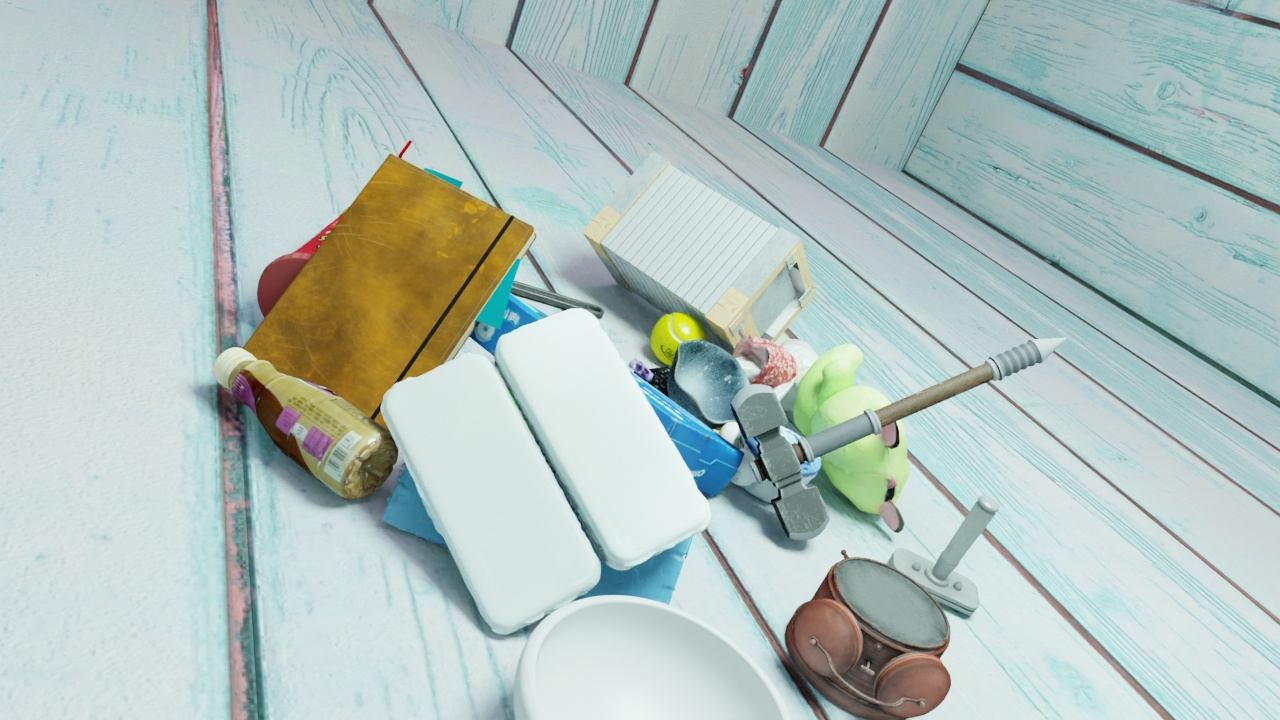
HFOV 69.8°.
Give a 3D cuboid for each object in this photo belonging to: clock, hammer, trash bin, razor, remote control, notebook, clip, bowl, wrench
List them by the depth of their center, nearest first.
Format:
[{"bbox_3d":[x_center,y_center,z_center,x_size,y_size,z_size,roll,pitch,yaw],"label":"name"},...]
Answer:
[{"bbox_3d":[0.003,0.226,0.553,0.176,0.066,0.176,19,24,-9],"label":"bowl"},{"bbox_3d":[0.179,0.220,0.715,0.120,0.072,0.157,28,24,11],"label":"clock"},{"bbox_3d":[-0.208,-0.059,0.799,0.178,0.248,0.014,28,-16,12],"label":"notebook"},{"bbox_3d":[0.298,0.174,0.860,0.088,0.116,0.047,25,29,4],"label":"razor"},{"bbox_3d":[0.256,0.043,0.872,0.043,0.322,0.156,76,-9,-86],"label":"hammer"},{"bbox_3d":[0.002,0.010,0.928,0.043,0.014,0.051,35,2,15],"label":"clip"},{"bbox_3d":[0.123,0.101,0.940,0.125,0.052,0.088,16,25,-15],"label":"clock"},{"bbox_3d":[0.068,0.034,1.009,0.110,0.055,0.110,24,45,-26],"label":"bowl"},{"bbox_3d":[0.055,0.025,1.079,0.150,0.022,0.047,-6,37,-44],"label":"remote control"},{"bbox_3d":[-0.172,-0.097,1.136,0.273,0.018,0.073,16,25,-18],"label":"wrench"},{"bbox_3d":[0.078,-0.126,1.191,0.247,0.142,0.142,37,-8,29],"label":"trash bin"}]

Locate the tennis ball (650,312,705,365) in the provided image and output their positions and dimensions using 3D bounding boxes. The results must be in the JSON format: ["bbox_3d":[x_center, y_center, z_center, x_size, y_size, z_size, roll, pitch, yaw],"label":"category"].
[{"bbox_3d":[0.046,-0.025,1.116,0.065,0.065,0.065,19,24,-9],"label":"tennis ball"}]

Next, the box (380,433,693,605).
[{"bbox_3d":[-0.078,0.127,0.729,0.231,0.094,0.111,22,66,-5],"label":"box"}]

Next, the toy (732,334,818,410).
[{"bbox_3d":[0.172,0.019,1.108,0.194,0.084,0.159,9,44,-42],"label":"toy"}]

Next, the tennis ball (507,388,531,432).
[{"bbox_3d":[-0.107,0.056,0.814,0.065,0.065,0.065,19,24,-9],"label":"tennis ball"}]

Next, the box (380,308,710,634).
[{"bbox_3d":[-0.070,0.072,0.681,0.191,0.045,0.209,-22,70,-21],"label":"box"}]

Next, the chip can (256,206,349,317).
[{"bbox_3d":[-0.305,-0.097,0.934,0.087,0.087,0.213,20,23,-7],"label":"chip can"}]

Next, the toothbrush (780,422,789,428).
[{"bbox_3d":[0.120,0.079,1.026,0.154,0.022,0.016,-5,78,-46],"label":"toothbrush"}]

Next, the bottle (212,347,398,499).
[{"bbox_3d":[-0.265,0.042,0.711,0.166,0.060,0.059,31,25,19],"label":"bottle"}]

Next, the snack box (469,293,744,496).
[{"bbox_3d":[-0.032,0.030,0.856,0.239,0.056,0.195,36,2,27],"label":"snack box"}]

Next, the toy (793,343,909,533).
[{"bbox_3d":[0.225,0.077,0.994,0.107,0.150,0.196,-6,25,4],"label":"toy"}]
